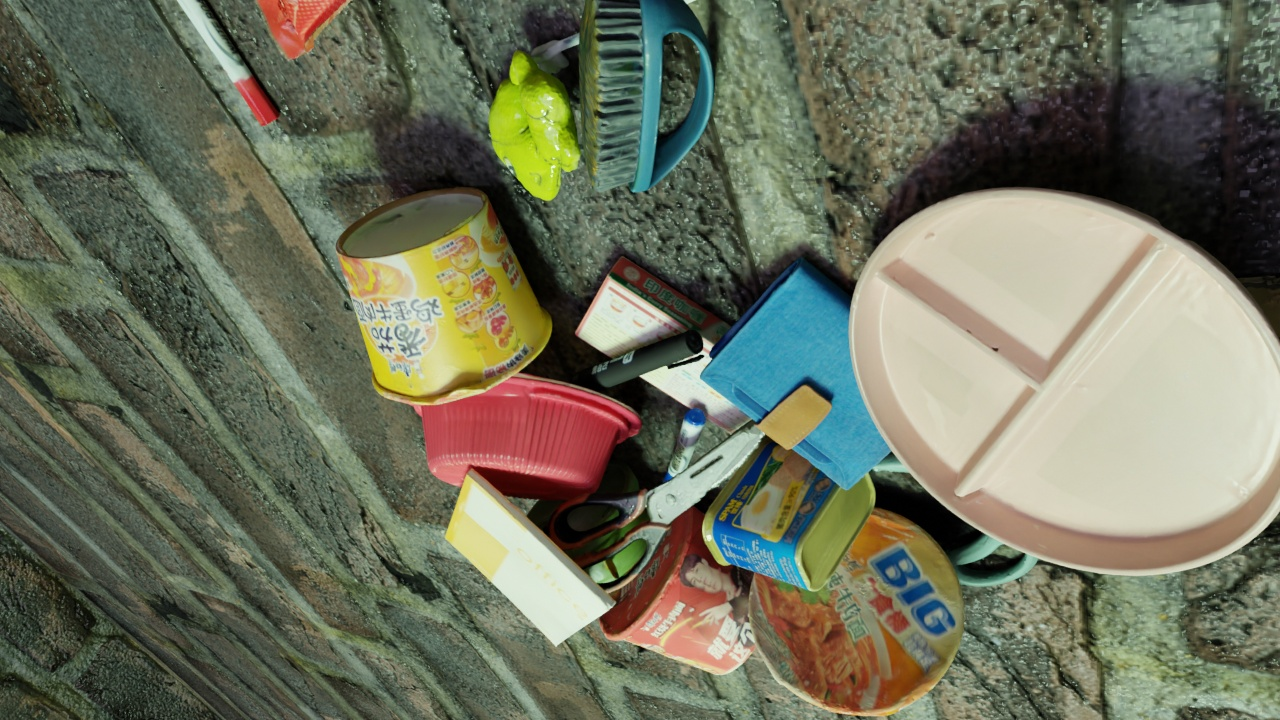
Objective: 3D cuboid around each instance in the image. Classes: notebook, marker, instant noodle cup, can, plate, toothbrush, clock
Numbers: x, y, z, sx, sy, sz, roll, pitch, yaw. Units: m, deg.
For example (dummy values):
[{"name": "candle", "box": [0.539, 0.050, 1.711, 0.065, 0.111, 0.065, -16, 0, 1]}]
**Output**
[{"name": "notebook", "box": [-0.099, 0.168, 0.751, 0.146, 0.010, 0.207, 43, 152, 4]}, {"name": "marker", "box": [-0.004, 0.004, 0.654, 0.132, 0.020, 0.022, -20, 108, 48]}, {"name": "marker", "box": [0.034, 0.073, 0.729, 0.017, 0.016, 0.146, 26, 153, 7]}, {"name": "instant noodle cup", "box": [0.046, 0.200, 0.797, 0.108, 0.137, 0.138, 32, 143, -14]}, {"name": "can", "box": [0.108, 0.110, 0.662, 0.083, 0.101, 0.057, 10, 139, 44]}, {"name": "instant noodle cup", "box": [-0.142, -0.052, 0.650, 0.138, 0.137, 0.110, 5, 127, 29]}, {"name": "plate", "box": [0.214, 0.013, 0.483, 0.229, 0.028, 0.230, 32, 140, 31]}, {"name": "instant noodle cup", "box": [0.166, 0.199, 0.698, 0.151, 0.151, 0.111, 11, 156, 24]}, {"name": "toothbrush", "box": [0.005, -0.185, 0.494, 0.180, 0.016, 0.016, -7, 136, 39]}, {"name": "instant noodle cup", "box": [-0.096, 0.068, 0.732, 0.194, 0.065, 0.194, 5, 161, 2]}, {"name": "marker", "box": [-0.302, -0.232, 0.643, 0.017, 0.017, 0.145, 0, 132, 33]}, {"name": "clock", "box": [-0.056, 0.148, 0.811, 0.162, 0.115, 0.056, -10, 121, 45]}]

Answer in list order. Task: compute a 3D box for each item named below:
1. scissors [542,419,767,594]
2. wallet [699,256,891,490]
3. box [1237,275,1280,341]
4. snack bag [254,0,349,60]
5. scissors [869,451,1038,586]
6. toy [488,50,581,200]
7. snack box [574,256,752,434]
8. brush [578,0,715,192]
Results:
[{"name": "scissors", "box": [0.002, 0.099, 0.684, 0.182, 0.015, 0.210, 16, 114, 14]}, {"name": "wallet", "box": [0.119, 0.011, 0.594, 0.133, 0.040, 0.107, 38, 116, -8]}, {"name": "box", "box": [0.351, 0.007, 0.436, 0.185, 0.063, 0.090, -1, 132, 36]}, {"name": "snack bag", "box": [-0.189, -0.261, 0.506, 0.208, 0.073, 0.128, -11, 121, 47]}, {"name": "scissors", "box": [0.225, 0.106, 0.662, 0.175, 0.019, 0.170, 17, 138, 16]}, {"name": "toy", "box": [-0.065, -0.141, 0.558, 0.100, 0.031, 0.097, 26, 141, 52]}, {"name": "snack box", "box": [0.033, -0.004, 0.661, 0.156, 0.026, 0.077, 33, 142, -2]}, {"name": "brush", "box": [0.004, -0.145, 0.499, 0.073, 0.055, 0.144, -5, 154, -6]}]
